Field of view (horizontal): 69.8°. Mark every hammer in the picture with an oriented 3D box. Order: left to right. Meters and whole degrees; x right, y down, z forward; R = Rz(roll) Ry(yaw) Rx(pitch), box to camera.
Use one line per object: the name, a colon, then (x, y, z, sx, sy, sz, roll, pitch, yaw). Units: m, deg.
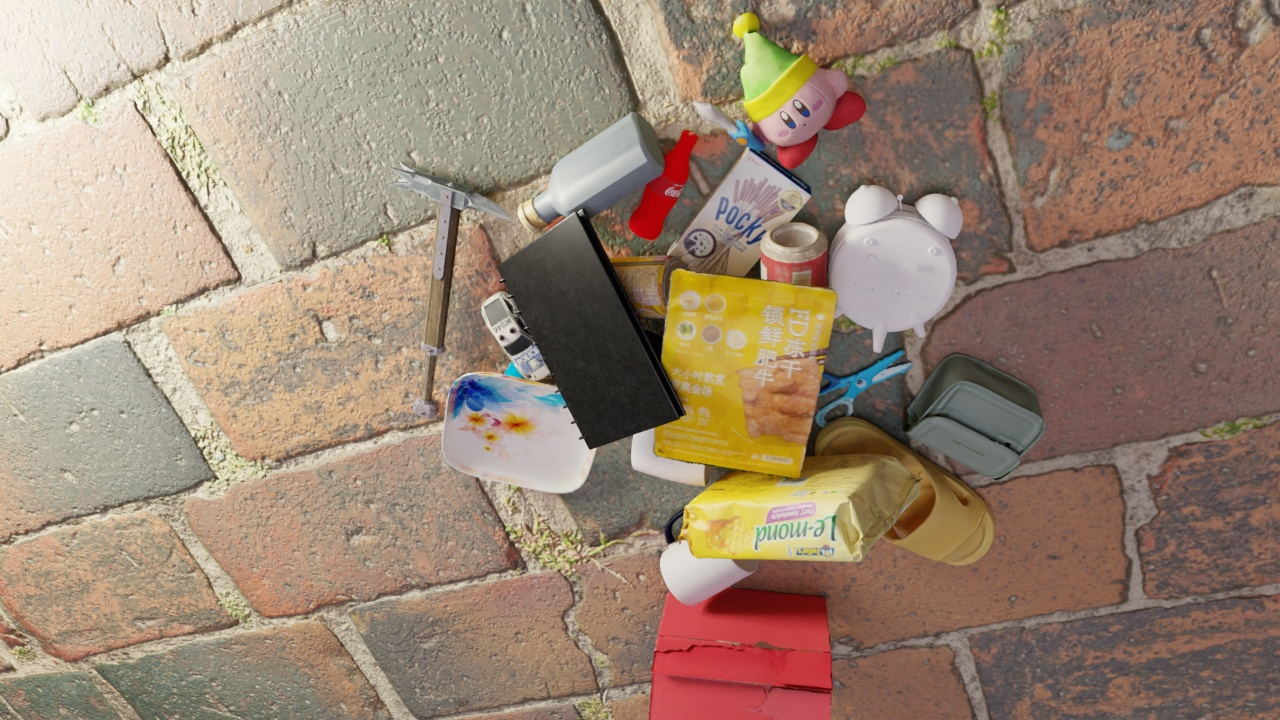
hammer: (-0.232, -0.059, 1.067, 0.147, 0.028, 0.318, 20, 123, 8)

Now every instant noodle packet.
instant noodle packet: (0.103, 0.006, 0.943, 0.163, 0.084, 0.222, 10, 130, 7)

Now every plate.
plate: (-0.146, 0.088, 1.122, 0.187, 0.016, 0.187, 13, 132, -5)

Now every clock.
clock: (0.256, -0.094, 0.936, 0.125, 0.072, 0.161, 9, 120, 5)

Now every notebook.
notebook: (-0.060, -0.024, 0.979, 0.170, 0.019, 0.231, -24, 94, 49)

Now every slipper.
slipper: (0.314, 0.164, 1.069, 0.263, 0.078, 0.100, 36, 116, -12)

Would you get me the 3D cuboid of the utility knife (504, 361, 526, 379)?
utility knife: (-0.152, 0.025, 1.112, 0.031, 0.015, 0.210, 28, 120, -9)

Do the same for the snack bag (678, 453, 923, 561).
snack bag: (0.166, 0.157, 1.007, 0.248, 0.159, 0.068, -8, 105, 38)

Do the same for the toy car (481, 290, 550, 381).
toy car: (-0.141, -0.026, 1.059, 0.049, 0.040, 0.113, -31, 97, 25)

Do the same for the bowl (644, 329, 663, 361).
bowl: (-0.006, 0.006, 1.048, 0.121, 0.056, 0.121, 4, 134, 4)

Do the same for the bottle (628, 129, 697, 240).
bottle: (0.026, -0.183, 0.950, 0.036, 0.036, 0.119, 26, 120, -4)

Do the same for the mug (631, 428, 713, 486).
mug: (0.042, 0.111, 1.097, 0.088, 0.080, 0.114, 7, 151, 13)

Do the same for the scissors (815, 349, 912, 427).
scissors: (0.239, 0.019, 1.037, 0.090, 0.014, 0.141, 42, 120, -16)

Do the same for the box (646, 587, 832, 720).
box: (0.120, 0.393, 1.099, 0.211, 0.314, 0.124, 3, 131, 8)

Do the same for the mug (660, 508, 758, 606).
mug: (0.078, 0.240, 1.162, 0.097, 0.078, 0.112, -37, 79, 26)

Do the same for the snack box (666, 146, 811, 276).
snack box: (0.102, -0.143, 0.964, 0.082, 0.026, 0.150, 34, 120, -8)

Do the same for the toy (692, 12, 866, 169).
toy: (0.129, -0.257, 0.877, 0.124, 0.096, 0.131, -34, 127, 31)

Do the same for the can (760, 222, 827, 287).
can: (0.161, -0.059, 0.963, 0.067, 0.067, 0.170, 1, 129, 10)

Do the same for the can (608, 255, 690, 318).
can: (-0.005, -0.078, 0.983, 0.105, 0.067, 0.068, 1, 120, 29)

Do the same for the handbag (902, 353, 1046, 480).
handbag: (0.369, 0.066, 1.009, 0.122, 0.067, 0.106, 26, 122, -5)

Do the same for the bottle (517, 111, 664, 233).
bottle: (-0.055, -0.184, 0.945, 0.161, 0.072, 0.046, -28, 149, 23)
